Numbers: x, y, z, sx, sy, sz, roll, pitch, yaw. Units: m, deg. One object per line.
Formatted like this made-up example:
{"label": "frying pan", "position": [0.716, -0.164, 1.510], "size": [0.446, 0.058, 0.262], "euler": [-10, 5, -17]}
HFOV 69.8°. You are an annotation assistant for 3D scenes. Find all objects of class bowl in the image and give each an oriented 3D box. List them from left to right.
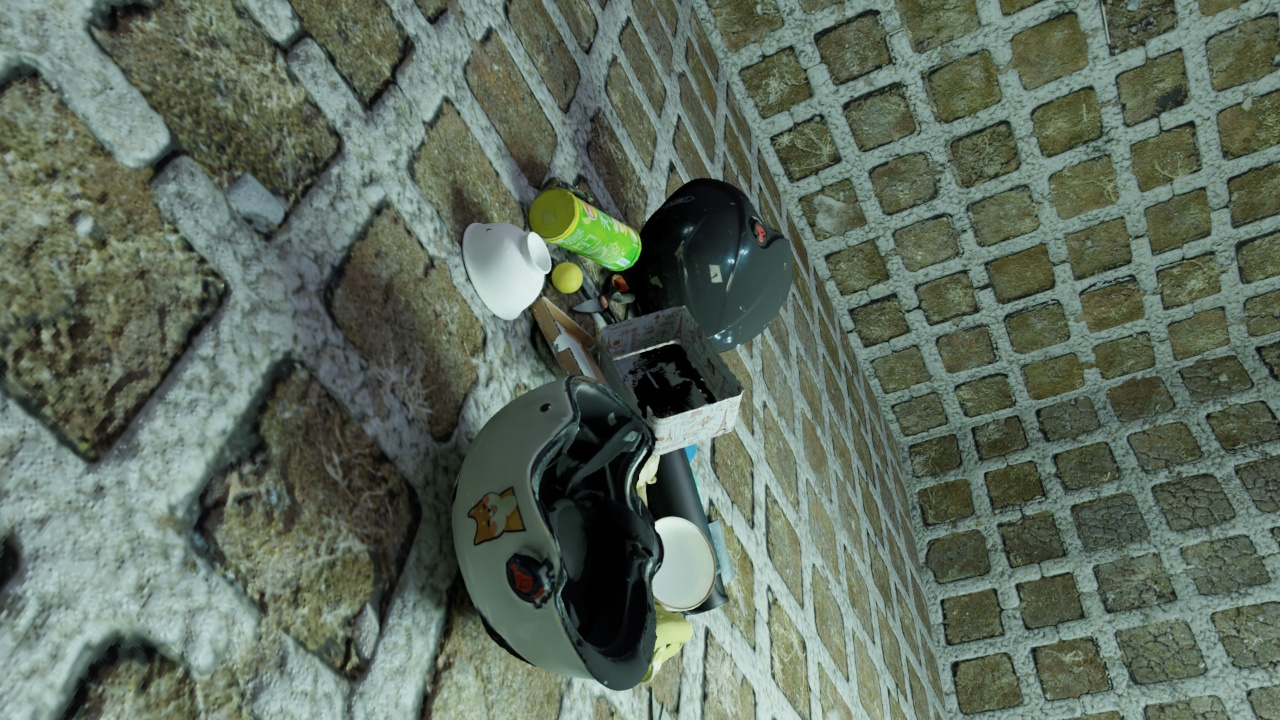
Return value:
{"label": "bowl", "position": [-0.142, -0.112, 1.044], "size": [0.118, 0.065, 0.118], "euler": [50, 29, -42]}
{"label": "bowl", "position": [0.030, 0.256, 1.132], "size": [0.113, 0.062, 0.113], "euler": [16, 59, -28]}

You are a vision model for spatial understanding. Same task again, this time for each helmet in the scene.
{"label": "helmet", "position": [-0.084, 0.154, 0.829], "size": [0.229, 0.157, 0.274], "euler": [14, 70, -67]}
{"label": "helmet", "position": [0.096, -0.140, 1.433], "size": [0.229, 0.234, 0.275], "euler": [-32, 109, -54]}

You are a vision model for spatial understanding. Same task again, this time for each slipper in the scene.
{"label": "slipper", "position": [-0.008, 0.308, 1.013], "size": [0.081, 0.092, 0.190], "euler": [-64, 159, -6]}

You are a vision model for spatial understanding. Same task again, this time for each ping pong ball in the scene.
{"label": "ping pong ball", "position": [-0.095, -0.107, 1.191], "size": [0.040, 0.040, 0.040], "euler": [51, 28, -42]}

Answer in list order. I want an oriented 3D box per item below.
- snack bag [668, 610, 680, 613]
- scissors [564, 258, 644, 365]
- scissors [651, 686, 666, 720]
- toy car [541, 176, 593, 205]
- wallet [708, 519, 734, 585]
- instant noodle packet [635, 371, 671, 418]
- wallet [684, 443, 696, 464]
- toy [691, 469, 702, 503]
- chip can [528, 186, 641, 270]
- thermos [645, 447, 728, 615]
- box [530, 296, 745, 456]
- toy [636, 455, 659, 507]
{"label": "snack bag", "position": [0.028, 0.278, 1.182], "size": [0.045, 0.026, 0.105], "euler": [-5, 74, -62]}
{"label": "scissors", "position": [-0.043, -0.072, 1.320], "size": [0.225, 0.022, 0.220], "euler": [64, 21, -18]}
{"label": "scissors", "position": [0.018, 0.458, 1.024], "size": [0.162, 0.014, 0.166], "euler": [6, 64, -70]}
{"label": "toy car", "position": [-0.101, -0.227, 1.278], "size": [0.035, 0.042, 0.090], "euler": [55, 20, 25]}
{"label": "wallet", "position": [0.112, 0.296, 1.395], "size": [0.120, 0.019, 0.097], "euler": [7, 67, -69]}
{"label": "instant noodle packet", "position": [0.033, 0.057, 1.266], "size": [0.044, 0.128, 0.110], "euler": [-71, 167, 19]}
{"label": "wallet", "position": [0.049, 0.118, 1.365], "size": [0.132, 0.040, 0.106], "euler": [-51, 124, -67]}
{"label": "toy", "position": [0.067, 0.213, 1.340], "size": [0.091, 0.030, 0.096], "euler": [-12, 91, -64]}
{"label": "chip can", "position": [-0.071, -0.177, 1.271], "size": [0.221, 0.073, 0.072], "euler": [15, 58, -66]}
{"label": "thermos", "position": [0.050, 0.219, 1.240], "size": [0.089, 0.069, 0.242], "euler": [-11, 82, -48]}
{"label": "box", "position": [-0.010, 0.017, 1.152], "size": [0.272, 0.130, 0.179], "euler": [5, 40, -39]}
{"label": "toy", "position": [-0.015, 0.138, 1.142], "size": [0.105, 0.066, 0.157], "euler": [54, 13, 3]}
